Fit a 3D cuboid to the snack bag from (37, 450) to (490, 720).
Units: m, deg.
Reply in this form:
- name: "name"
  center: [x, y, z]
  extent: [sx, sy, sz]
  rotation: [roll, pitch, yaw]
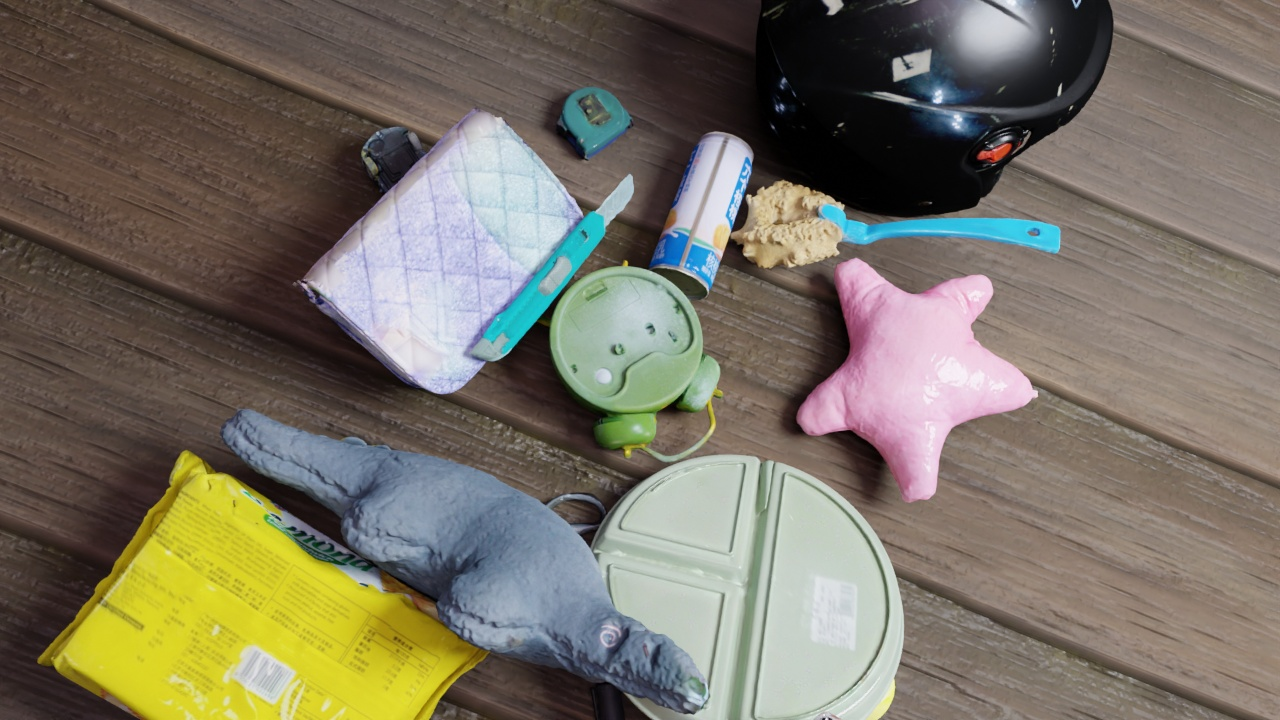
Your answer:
- name: "snack bag"
  center: [-0.239, 0.187, 0.590]
  extent: [0.246, 0.068, 0.157]
  rotation: [31, 72, 2]

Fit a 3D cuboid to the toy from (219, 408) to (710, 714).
- name: "toy"
  center: [-0.108, 0.125, 0.600]
  extent: [0.356, 0.138, 0.091]
  rotation: [26, 89, 18]

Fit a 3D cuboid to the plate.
- name: "plate"
  center: [0.075, 0.158, 0.645]
  extent: [0.230, 0.028, 0.229]
  rotation: [3, 50, -4]

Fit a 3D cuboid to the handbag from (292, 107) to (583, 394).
- name: "handbag"
  center: [-0.142, -0.077, 0.690]
  extent: [0.134, 0.076, 0.193]
  rotation: [49, 68, -24]

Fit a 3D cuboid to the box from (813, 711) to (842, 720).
- name: "box"
  center: [0.156, 0.355, 0.577]
  extent: [0.262, 0.088, 0.177]
  rotation: [44, 75, -38]

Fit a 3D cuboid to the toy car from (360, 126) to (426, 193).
- name: "toy car"
  center: [-0.181, -0.137, 0.737]
  extent: [0.048, 0.031, 0.105]
  rotation: [-34, 91, -18]

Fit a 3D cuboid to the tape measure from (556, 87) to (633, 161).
- name: "tape measure"
  center: [-0.041, -0.206, 0.784]
  extent: [0.058, 0.025, 0.054]
  rotation: [-39, 83, -18]

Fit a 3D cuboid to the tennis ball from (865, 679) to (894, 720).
- name: "tennis ball"
  center: [0.149, 0.229, 0.660]
  extent: [0.065, 0.066, 0.065]
  rotation: [2, 73, -8]

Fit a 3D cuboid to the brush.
- name: "brush"
  center: [0.199, -0.106, 0.738]
  extent: [0.255, 0.046, 0.083]
  rotation: [5, 54, 18]

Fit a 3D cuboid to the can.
- name: "can"
  center: [0.051, -0.120, 0.757]
  extent: [0.053, 0.053, 0.134]
  rotation: [21, 71, -2]

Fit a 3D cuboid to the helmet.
- name: "helmet"
  center: [0.222, -0.255, 0.733]
  extent: [0.275, 0.230, 0.233]
  rotation: [-15, 72, 27]

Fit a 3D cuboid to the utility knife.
- name: "utility knife"
  center: [-0.060, -0.071, 0.691]
  extent: [0.013, 0.029, 0.192]
  rotation: [18, 64, 44]

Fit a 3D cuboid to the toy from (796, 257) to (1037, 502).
- name: "toy"
  center: [0.223, 0.017, 0.728]
  extent: [0.178, 0.075, 0.194]
  rotation: [13, 75, 10]

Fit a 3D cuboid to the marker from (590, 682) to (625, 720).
- name: "marker"
  center: [-0.015, 0.293, 0.639]
  extent: [0.022, 0.020, 0.132]
  rotation: [-3, 73, -21]

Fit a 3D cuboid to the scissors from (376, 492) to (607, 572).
- name: "scissors"
  center: [-0.108, 0.145, 0.677]
  extent: [0.177, 0.014, 0.159]
  rotation: [-9, 73, -8]

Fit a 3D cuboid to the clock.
- name: "clock"
  center: [-0.004, 0.004, 0.710]
  extent: [0.116, 0.056, 0.161]
  rotation: [-32, 80, -16]
